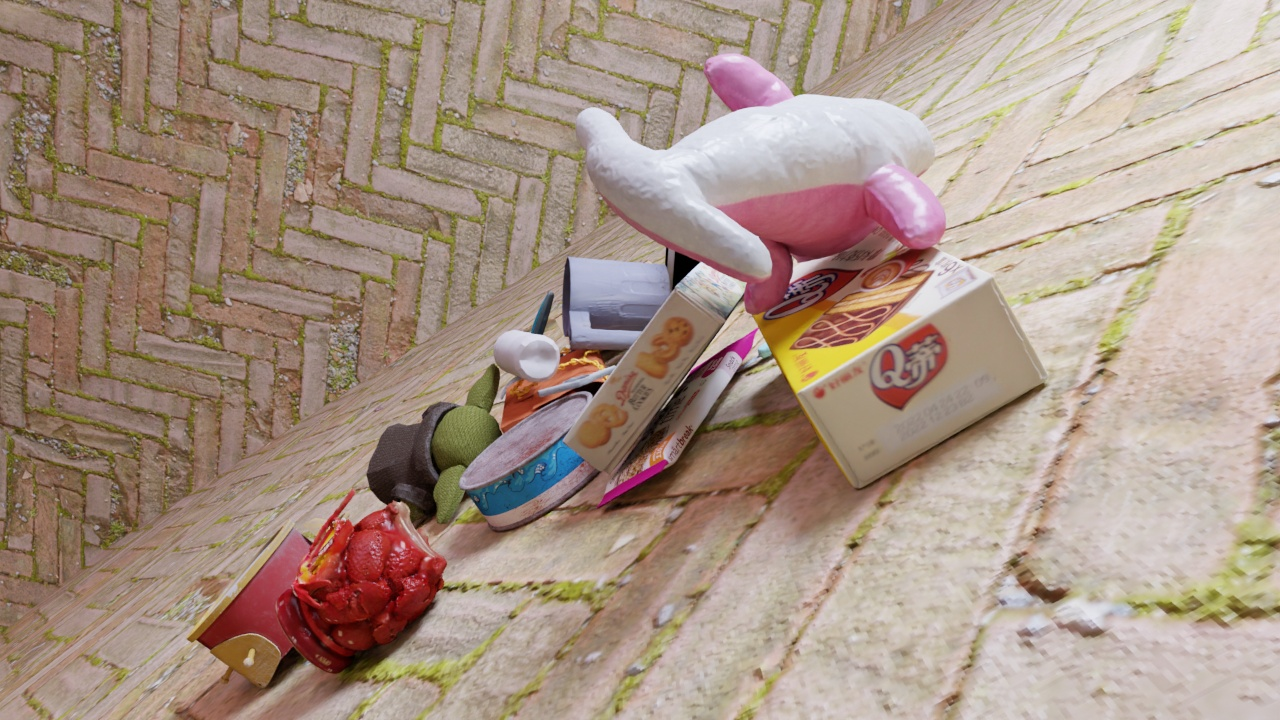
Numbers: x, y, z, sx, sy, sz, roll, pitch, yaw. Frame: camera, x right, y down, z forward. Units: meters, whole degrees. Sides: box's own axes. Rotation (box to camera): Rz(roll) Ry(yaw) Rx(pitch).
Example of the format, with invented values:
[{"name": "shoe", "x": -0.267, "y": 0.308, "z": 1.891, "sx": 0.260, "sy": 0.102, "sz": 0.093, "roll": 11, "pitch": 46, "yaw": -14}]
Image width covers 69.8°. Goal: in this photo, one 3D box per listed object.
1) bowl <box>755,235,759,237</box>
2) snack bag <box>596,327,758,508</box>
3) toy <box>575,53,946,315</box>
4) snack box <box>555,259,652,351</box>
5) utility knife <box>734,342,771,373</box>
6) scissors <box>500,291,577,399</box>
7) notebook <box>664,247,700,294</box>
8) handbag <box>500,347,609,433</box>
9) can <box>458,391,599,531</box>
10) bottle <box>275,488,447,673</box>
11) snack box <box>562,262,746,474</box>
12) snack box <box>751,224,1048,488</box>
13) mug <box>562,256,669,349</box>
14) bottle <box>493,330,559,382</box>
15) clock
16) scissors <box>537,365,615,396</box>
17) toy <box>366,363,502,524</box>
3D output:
[{"name": "bowl", "x": 0.085, "y": -0.145, "z": 0.942, "sx": 0.043, "sy": 0.149, "sz": 0.149, "roll": -24, "pitch": 16, "yaw": 42}, {"name": "snack bag", "x": 0.031, "y": 0.037, "z": 0.678, "sx": 0.070, "sy": 0.016, "sz": 0.195, "roll": -37, "pitch": 9, "yaw": 40}, {"name": "toy", "x": 0.082, "y": -0.092, "z": 0.549, "sx": 0.264, "sy": 0.186, "sz": 0.128, "roll": -17, "pitch": -40, "yaw": -40}, {"name": "snack box", "x": -0.025, "y": -0.060, "z": 1.069, "sx": 0.126, "sy": 0.040, "sz": 0.088, "roll": -31, "pitch": -11, "yaw": 10}, {"name": "utility knife", "x": 0.109, "y": -0.017, "z": 0.709, "sx": 0.166, "sy": 0.015, "sz": 0.022, "roll": -32, "pitch": 7, "yaw": 17}, {"name": "scissors", "x": -0.110, "y": -0.010, "z": 1.037, "sx": 0.155, "sy": 0.124, "sz": 0.019, "roll": -19, "pitch": -10, "yaw": 30}, {"name": "notebook", "x": 0.078, "y": -0.152, "z": 1.049, "sx": 0.016, "sy": 0.149, "sz": 0.206, "roll": 18, "pitch": 38, "yaw": 21}, {"name": "handbag", "x": -0.082, "y": 0.031, "z": 0.917, "sx": 0.109, "sy": 0.060, "sz": 0.172, "roll": -30, "pitch": 13, "yaw": 0}, {"name": "can", "x": -0.083, "y": 0.081, "z": 0.753, "sx": 0.130, "sy": 0.044, "sz": 0.129, "roll": -32, "pitch": 13, "yaw": 8}, {"name": "bottle", "x": -0.196, "y": 0.155, "z": 0.648, "sx": 0.111, "sy": 0.099, "sz": 0.099, "roll": -39, "pitch": 13, "yaw": -4}, {"name": "snack box", "x": 0.019, "y": -0.004, "z": 0.670, "sx": 0.145, "sy": 0.042, "sz": 0.144, "roll": -54, "pitch": -3, "yaw": 23}, {"name": "snack box", "x": 0.133, "y": -0.017, "z": 0.544, "sx": 0.110, "sy": 0.061, "sz": 0.230, "roll": -32, "pitch": 13, "yaw": 9}, {"name": "mug", "x": -0.025, "y": -0.052, "z": 0.950, "sx": 0.104, "sy": 0.084, "sz": 0.123, "roll": 2, "pitch": 37, "yaw": -11}, {"name": "bottle", "x": -0.114, "y": -0.006, "z": 0.888, "sx": 0.044, "sy": 0.044, "sz": 0.136, "roll": -37, "pitch": 15, "yaw": -14}, {"name": "clock", "x": -0.291, "y": 0.192, "z": 0.765, "sx": 0.117, "sy": 0.081, "sz": 0.158, "roll": -37, "pitch": 17, "yaw": 44}, {"name": "scissors", "x": -0.007, "y": 0.005, "z": 0.812, "sx": 0.174, "sy": 0.014, "sz": 0.142, "roll": -18, "pitch": 10, "yaw": -24}, {"name": "toy", "x": -0.200, "y": 0.095, "z": 0.910, "sx": 0.153, "sy": 0.078, "sz": 0.178, "roll": -19, "pitch": 43, "yaw": 35}]
